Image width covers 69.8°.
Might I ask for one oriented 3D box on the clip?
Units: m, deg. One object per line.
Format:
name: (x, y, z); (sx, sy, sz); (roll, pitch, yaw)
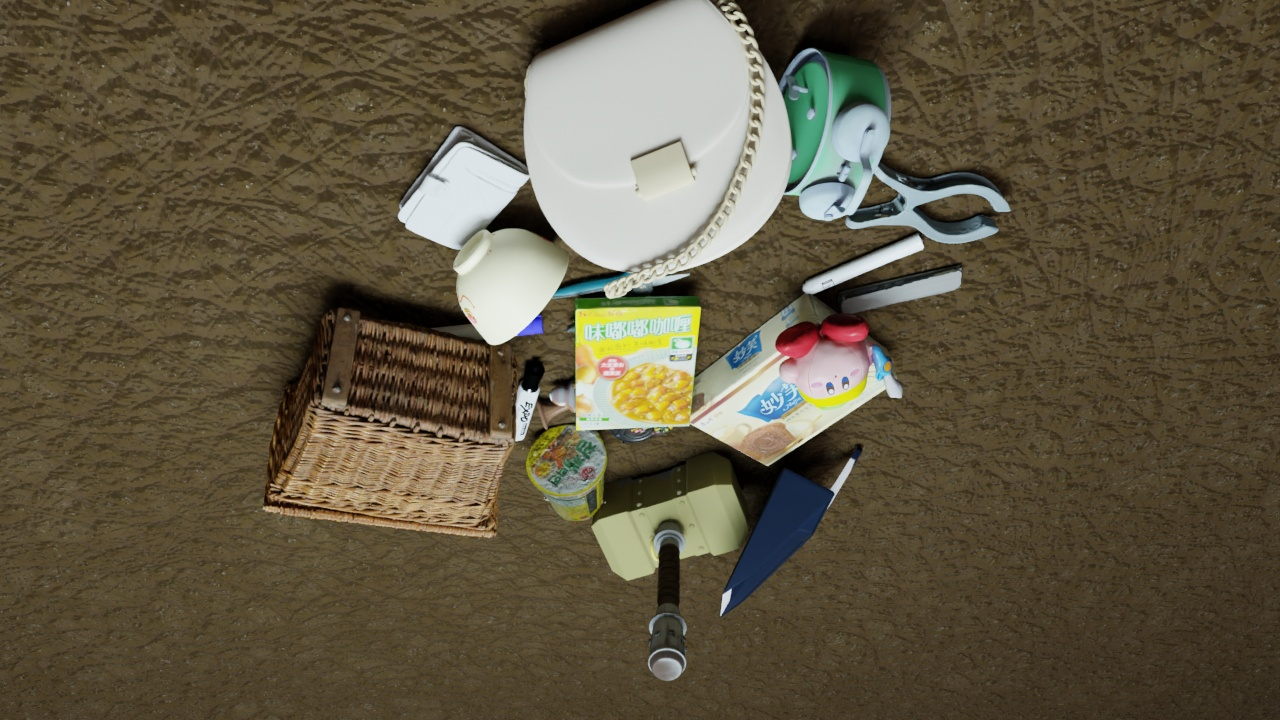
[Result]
clip: (0.296, -0.168, 0.913); (0.163, 0.028, 0.108); (2, 135, -12)

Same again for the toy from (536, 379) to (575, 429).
toy: (-0.073, 0.042, 1.071); (0.102, 0.041, 0.055); (-18, 159, -1)

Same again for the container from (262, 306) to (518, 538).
container: (-0.249, 0.063, 0.964); (0.249, 0.162, 0.184); (11, 141, -20)

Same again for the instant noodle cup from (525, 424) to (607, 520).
instant noodle cup: (-0.085, 0.147, 1.149); (0.102, 0.102, 0.108); (-8, 146, -1)

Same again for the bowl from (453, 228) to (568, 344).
bowl: (-0.136, -0.084, 0.880); (0.118, 0.117, 0.074); (-36, 120, 26)

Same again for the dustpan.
dustpan: (0.200, 0.217, 1.199); (0.080, 0.272, 0.236); (25, 162, 13)

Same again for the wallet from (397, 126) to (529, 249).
wallet: (-0.165, -0.153, 0.854); (0.086, 0.032, 0.116); (21, 130, -31)

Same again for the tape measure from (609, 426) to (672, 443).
tape measure: (-0.005, 0.068, 1.108); (0.071, 0.042, 0.072); (-19, 141, 12)

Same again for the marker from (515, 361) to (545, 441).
marker: (-0.135, 0.047, 1.077); (0.025, 0.025, 0.126); (7, 135, -16)

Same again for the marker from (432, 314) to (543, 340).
marker: (-0.177, -0.032, 0.991); (0.141, 0.020, 0.020); (-6, 137, -2)

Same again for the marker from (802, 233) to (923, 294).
marker: (0.237, -0.101, 0.982); (0.134, 0.017, 0.020); (-23, 137, 15)

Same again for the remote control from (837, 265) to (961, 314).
remote control: (0.287, -0.077, 1.018); (0.136, 0.013, 0.033); (-14, 138, 4)

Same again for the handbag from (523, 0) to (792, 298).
handbag: (0.016, -0.178, 0.758); (0.211, 0.103, 0.208); (-19, 92, 12)

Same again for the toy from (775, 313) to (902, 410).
toy: (0.210, 0.010, 0.986); (0.124, 0.096, 0.131); (-19, 116, 1)

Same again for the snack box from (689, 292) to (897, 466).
snack box: (0.171, 0.030, 1.083); (0.153, 0.055, 0.208); (30, 125, -33)

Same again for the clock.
clock: (0.157, -0.186, 0.772); (0.075, 0.161, 0.122); (5, 135, -16)

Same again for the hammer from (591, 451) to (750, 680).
hammer: (0.035, 0.252, 1.093); (0.190, 0.324, 0.101); (-18, 112, 11)

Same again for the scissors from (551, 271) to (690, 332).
scissors: (-0.028, -0.070, 0.972); (0.122, 0.019, 0.149); (23, 124, -24)

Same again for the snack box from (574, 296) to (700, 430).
snack box: (-0.006, 0.006, 1.004); (0.132, 0.027, 0.168); (-1, 128, -5)
